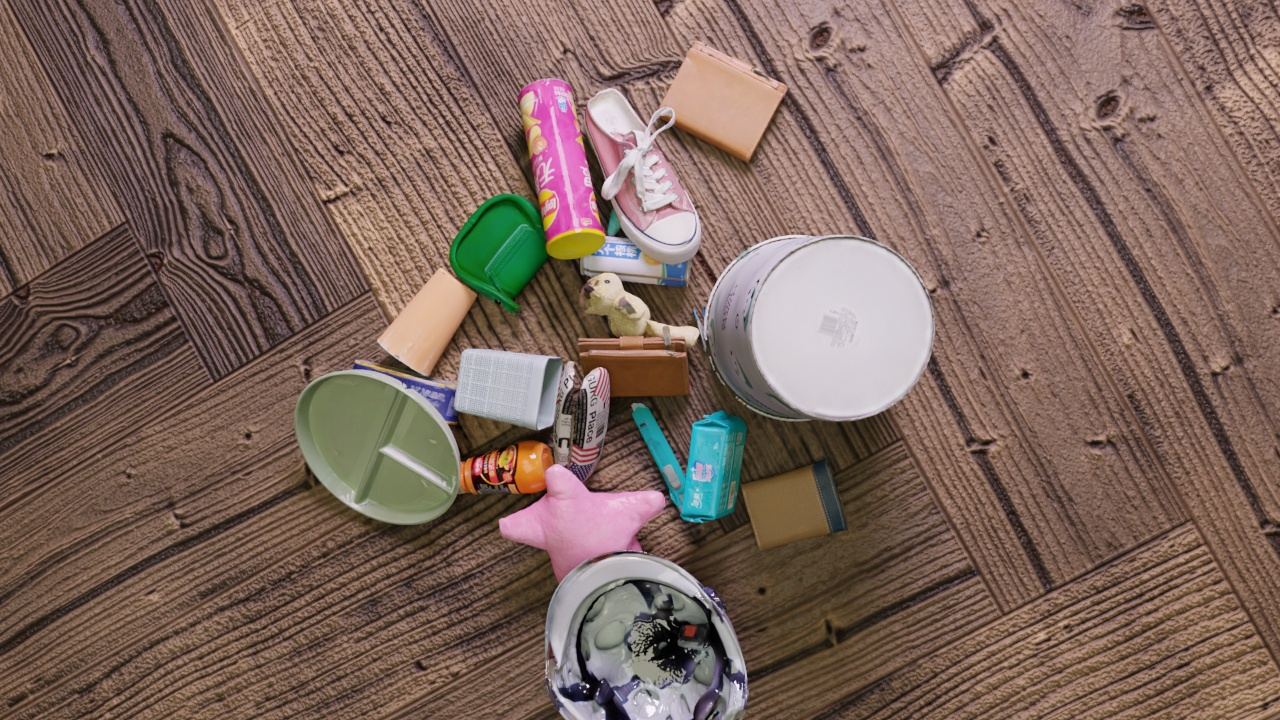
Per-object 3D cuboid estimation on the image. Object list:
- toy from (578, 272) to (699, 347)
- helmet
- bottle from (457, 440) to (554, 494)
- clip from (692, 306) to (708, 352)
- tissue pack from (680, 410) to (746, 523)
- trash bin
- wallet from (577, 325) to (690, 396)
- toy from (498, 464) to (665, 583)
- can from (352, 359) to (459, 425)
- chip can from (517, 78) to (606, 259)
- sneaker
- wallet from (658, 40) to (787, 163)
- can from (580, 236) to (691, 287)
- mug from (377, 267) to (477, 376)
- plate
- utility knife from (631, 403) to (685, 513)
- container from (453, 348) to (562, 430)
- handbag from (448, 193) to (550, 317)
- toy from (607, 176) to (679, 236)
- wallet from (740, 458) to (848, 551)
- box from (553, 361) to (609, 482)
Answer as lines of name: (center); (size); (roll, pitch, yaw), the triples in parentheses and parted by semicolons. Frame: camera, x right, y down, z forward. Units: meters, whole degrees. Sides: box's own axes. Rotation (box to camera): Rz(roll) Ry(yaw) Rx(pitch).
toy: (-0.002, -0.055, 1.123); (0.157, 0.105, 0.066); (27, 81, -12)
helmet: (0.010, 0.347, 1.103); (0.229, 0.146, 0.258); (-35, 81, 4)
bottle: (-0.187, 0.142, 1.164); (0.150, 0.066, 0.067); (-10, 90, 13)
clip: (0.081, -0.039, 1.147); (0.038, 0.026, 0.058); (-14, 90, -2)
tissue pack: (0.089, 0.127, 1.114); (0.050, 0.093, 0.133); (9, 92, 21)
trash bin: (0.195, -0.035, 1.010); (0.229, 0.252, 0.229); (0, 92, -1)
wallet: (-0.007, 0.007, 1.118); (0.131, 0.119, 0.035); (0, 51, 6)
toy: (-0.079, 0.214, 1.136); (0.194, 0.074, 0.179); (15, 115, -13)
can: (-0.298, 0.040, 1.164); (0.148, 0.074, 0.049); (14, 90, 7)
chip can: (-0.097, -0.233, 1.111); (0.071, 0.071, 0.210); (-14, 74, 6)
sneaker: (-0.001, -0.230, 1.098); (0.118, 0.088, 0.241); (-24, 77, -8)
wallet: (0.101, -0.321, 1.135); (0.132, 0.031, 0.108); (28, 97, 4)
can: (-0.005, -0.124, 1.139); (0.134, 0.053, 0.053); (6, 92, 6)
mug: (-0.264, -0.052, 1.161); (0.078, 0.078, 0.122); (36, 89, 4)
plate: (-0.324, 0.108, 1.142); (0.230, 0.027, 0.231); (9, 121, 15)
utility knife: (0.028, 0.123, 1.161); (0.029, 0.013, 0.157); (-27, 88, 4)
container: (-0.165, 0.032, 1.143); (0.111, 0.090, 0.090); (9, 92, 8)
handbag: (-0.165, -0.136, 1.148); (0.120, 0.068, 0.131); (39, 95, 4)
toy: (0.012, -0.191, 1.150); (0.092, 0.030, 0.096); (17, 86, 1)
wallet: (0.191, 0.180, 1.137); (0.115, 0.033, 0.090); (-17, 87, 7)
box: (-0.065, 0.082, 1.119); (0.082, 0.075, 0.164); (7, 120, -5)
